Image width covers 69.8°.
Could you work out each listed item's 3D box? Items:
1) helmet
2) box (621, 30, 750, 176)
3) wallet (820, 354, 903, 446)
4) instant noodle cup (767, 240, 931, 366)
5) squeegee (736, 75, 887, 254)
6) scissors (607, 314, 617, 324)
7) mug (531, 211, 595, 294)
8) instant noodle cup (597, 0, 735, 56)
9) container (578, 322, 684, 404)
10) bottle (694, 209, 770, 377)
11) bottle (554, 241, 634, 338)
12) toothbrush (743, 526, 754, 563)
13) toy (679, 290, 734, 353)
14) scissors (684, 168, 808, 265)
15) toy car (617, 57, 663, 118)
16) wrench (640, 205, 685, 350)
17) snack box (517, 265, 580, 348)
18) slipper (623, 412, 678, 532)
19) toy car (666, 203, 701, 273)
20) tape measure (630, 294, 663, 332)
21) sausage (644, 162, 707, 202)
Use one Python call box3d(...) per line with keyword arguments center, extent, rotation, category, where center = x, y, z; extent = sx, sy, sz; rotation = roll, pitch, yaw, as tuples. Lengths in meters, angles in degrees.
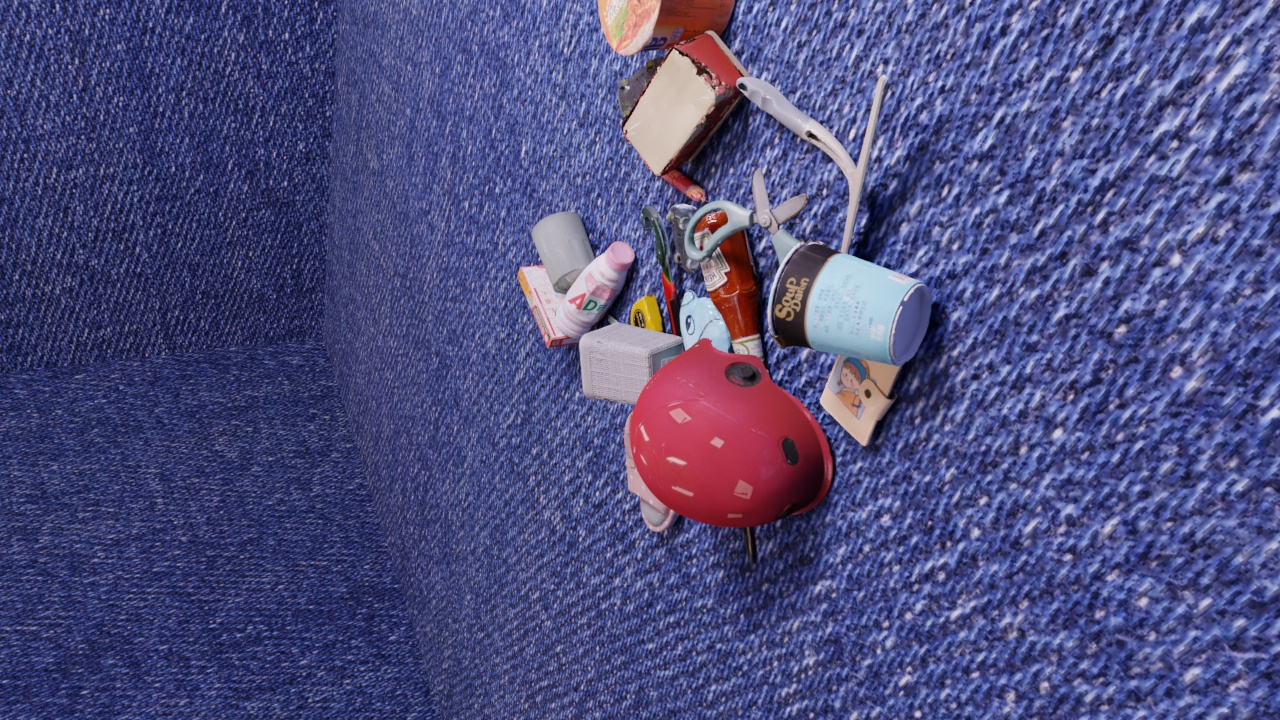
box3d(center=(0.082, 0.102, 1.038), extent=(0.240, 0.143, 0.207), rotation=(29, 132, 42), category="helmet")
box3d(center=(0.046, -0.293, 1.077), extent=(0.091, 0.079, 0.169), rotation=(52, 148, 4), category="box")
box3d(center=(0.224, 0.021, 0.920), extent=(0.087, 0.024, 0.115), rotation=(-121, 37, -45), category="wallet")
box3d(center=(0.198, -0.047, 0.853), extent=(0.120, 0.111, 0.111), rotation=(21, 118, 36), category="instant noodle cup")
box3d(center=(0.170, -0.229, 0.934), extent=(0.247, 0.039, 0.246), rotation=(90, 156, -45), category="squeegee")
box3d(center=(-0.022, -0.036, 1.367), extent=(0.135, 0.017, 0.063), rotation=(41, 144, 56), category="scissors")
box3d(center=(-0.114, -0.159, 1.448), extent=(0.124, 0.083, 0.103), rotation=(80, 169, -68), category="mug")
box3d(center=(0.033, -0.427, 1.056), extent=(0.151, 0.111, 0.151), rotation=(25, 119, 57), category="instant noodle cup")
box3d(center=(-0.007, 0.007, 1.204), extent=(0.114, 0.090, 0.090), rotation=(10, 112, 40), category="container")
box3d(center=(0.111, -0.071, 1.066), extent=(0.060, 0.059, 0.206), rotation=(-9, 95, 62), category="bottle")
box3d(center=(-0.067, -0.107, 1.377), extent=(0.197, 0.068, 0.068), rotation=(-49, 54, 51), category="bottle")
box3d(center=(0.126, 0.165, 1.145), extent=(0.016, 0.018, 0.181), rotation=(-3, 96, 58), category="toothbrush")
box3d(center=(0.085, -0.007, 1.140), extent=(0.161, 0.049, 0.157), rotation=(61, 150, 30), category="toy")
box3d(center=(0.124, -0.111, 0.989), extent=(0.174, 0.019, 0.170), rotation=(-18, 96, 44), category="scissors")
box3d(center=(0.013, -0.349, 1.184), extent=(0.121, 0.045, 0.053), rotation=(-8, 89, 56), category="toy car")
box3d(center=(0.041, -0.070, 1.211), extent=(0.056, 0.016, 0.273), rotation=(-178, 75, -71), category="wrench")
box3d(center=(-0.139, -0.092, 1.500), extent=(0.155, 0.077, 0.027), rotation=(65, 148, 29), category="snack box")
box3d(center=(0.016, 0.115, 1.293), extent=(0.114, 0.054, 0.275), rotation=(27, 119, 57), category="slipper")
box3d(center=(0.060, -0.154, 1.162), extent=(0.043, 0.034, 0.091), rotation=(31, 138, 57), category="toy car")
box3d(center=(0.011, -0.057, 1.283), extent=(0.057, 0.028, 0.060), rotation=(-32, 69, 59), category="tape measure")
box3d(center=(0.044, -0.236, 1.185), extent=(0.156, 0.020, 0.020), rotation=(46, 136, 47), category="sausage")
